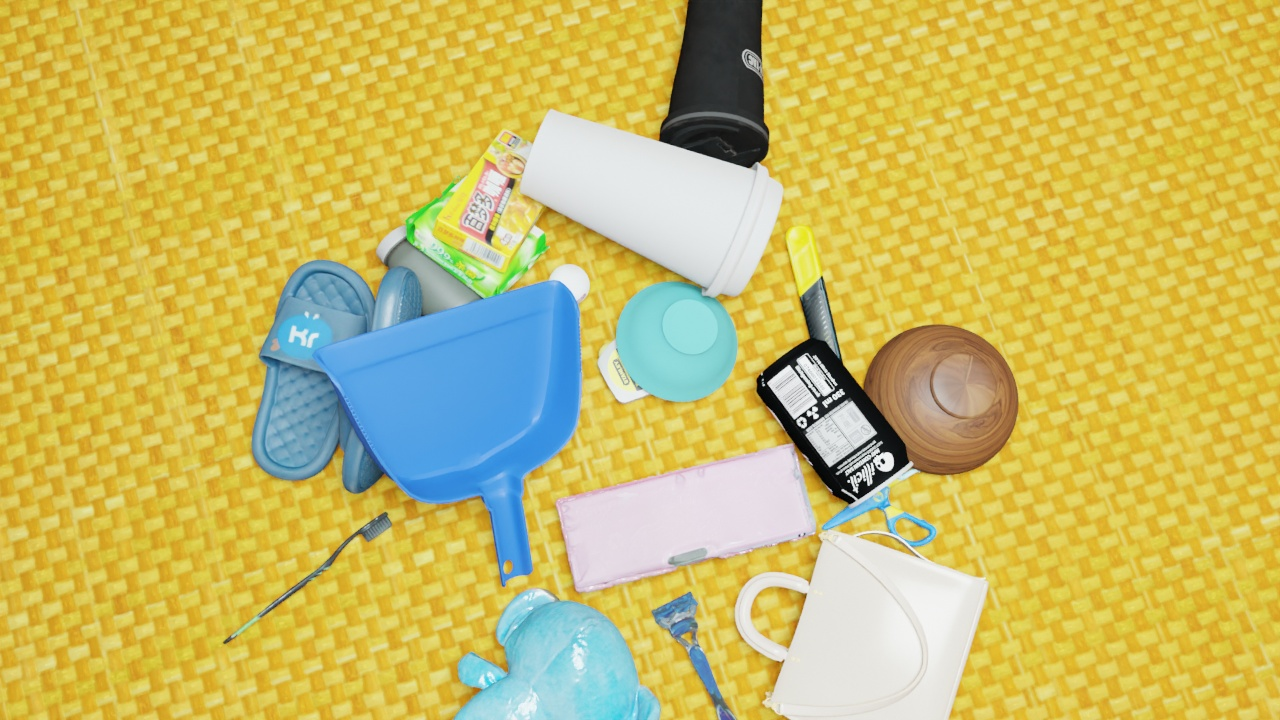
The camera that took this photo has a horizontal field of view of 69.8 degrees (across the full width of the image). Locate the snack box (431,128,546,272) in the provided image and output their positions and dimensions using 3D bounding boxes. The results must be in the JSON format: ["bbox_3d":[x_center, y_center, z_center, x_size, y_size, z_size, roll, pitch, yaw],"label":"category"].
[{"bbox_3d":[-0.130,-0.154,0.871,0.075,0.025,0.151,28,50,-5],"label":"snack box"}]

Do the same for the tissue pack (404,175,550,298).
[{"bbox_3d":[-0.153,-0.118,0.875,0.114,0.034,0.099,36,48,-1],"label":"tissue pack"}]

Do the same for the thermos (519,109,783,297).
[{"bbox_3d":[0.007,-0.151,0.849,0.222,0.132,0.131,21,81,-4],"label":"thermos"}]

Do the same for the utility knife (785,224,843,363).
[{"bbox_3d":[0.175,-0.037,0.899,0.029,0.020,0.197,-14,82,20],"label":"utility knife"}]

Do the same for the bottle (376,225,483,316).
[{"bbox_3d":[-0.201,-0.077,0.881,0.060,0.060,0.108,-43,84,-7],"label":"bottle"}]

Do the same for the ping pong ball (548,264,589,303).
[{"bbox_3d":[-0.070,-0.073,0.892,0.040,0.040,0.040,0,80,-1],"label":"ping pong ball"}]

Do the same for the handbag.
[{"bbox_3d":[0.183,0.245,0.823,0.198,0.101,0.194,18,81,15],"label":"handbag"}]

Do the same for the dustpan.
[{"bbox_3d":[-0.142,0.083,0.826,0.244,0.060,0.258,-21,115,-36],"label":"dustpan"}]

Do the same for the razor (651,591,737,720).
[{"bbox_3d":[0.060,0.286,0.845,0.044,0.018,0.141,-26,82,-5],"label":"razor"}]

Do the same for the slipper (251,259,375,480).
[{"bbox_3d":[-0.310,0.008,0.868,0.104,0.059,0.213,10,82,-1],"label":"slipper"}]

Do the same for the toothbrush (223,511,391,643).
[{"bbox_3d":[-0.310,0.205,0.857,0.188,0.014,0.017,-39,91,-6],"label":"toothbrush"}]

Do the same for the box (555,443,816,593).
[{"bbox_3d":[0.042,0.146,0.857,0.233,0.041,0.098,-12,82,-2],"label":"box"}]

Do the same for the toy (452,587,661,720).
[{"bbox_3d":[-0.084,0.297,0.799,0.180,0.115,0.183,-39,60,-24],"label":"toy"}]

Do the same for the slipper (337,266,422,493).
[{"bbox_3d":[-0.241,0.019,0.825,0.059,0.103,0.214,13,99,2],"label":"slipper"}]

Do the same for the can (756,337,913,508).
[{"bbox_3d":[0.177,0.056,0.846,0.080,0.080,0.146,-35,78,-6],"label":"can"}]

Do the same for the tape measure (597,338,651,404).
[{"bbox_3d":[-0.005,0.005,0.891,0.065,0.017,0.064,-26,82,-5],"label":"tape measure"}]

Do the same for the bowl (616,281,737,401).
[{"bbox_3d":[0.041,-0.025,0.868,0.121,0.046,0.121,3,74,-12],"label":"bowl"}]

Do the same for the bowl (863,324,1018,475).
[{"bbox_3d":[0.290,0.030,0.857,0.147,0.069,0.147,1,76,-2],"label":"bowl"}]

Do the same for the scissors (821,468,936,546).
[{"bbox_3d":[0.230,0.125,0.875,0.125,0.016,0.125,26,77,4],"label":"scissors"}]

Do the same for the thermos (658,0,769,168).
[{"bbox_3d":[0.079,-0.297,0.904,0.106,0.106,0.218,6,75,0],"label":"thermos"}]
